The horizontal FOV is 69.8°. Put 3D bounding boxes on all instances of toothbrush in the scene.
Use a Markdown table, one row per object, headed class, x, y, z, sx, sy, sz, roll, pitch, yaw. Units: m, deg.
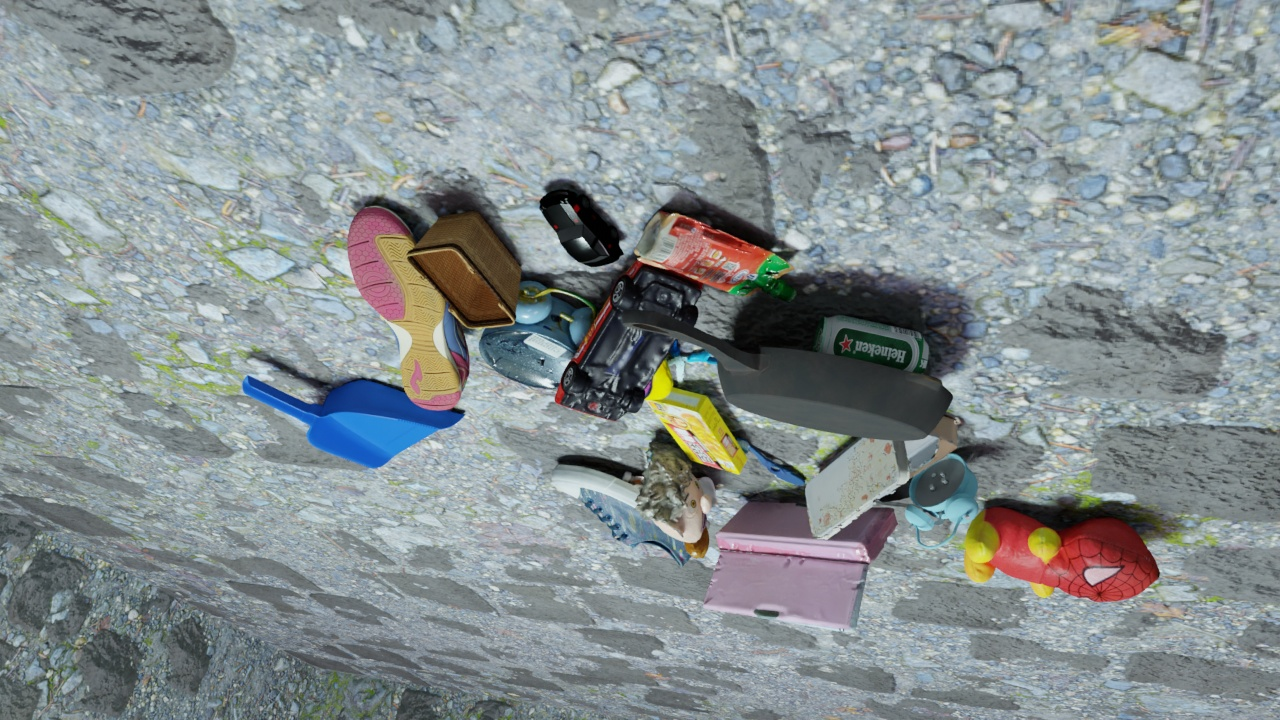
| class | x | y | z | sx | sy | sz | roll | pitch | yaw |
| --- | --- | --- | --- | --- | --- | --- | --- | --- | --- |
| toothbrush | 0.165 | 0.131 | 1.162 | 0.132 | 0.016 | 0.021 | 34 | 136 | -29 |

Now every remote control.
| class | x | y | z | sx | sy | sz | roll | pitch | yaw |
| --- | --- | --- | --- | --- | --- | --- | --- | --- | --- |
| remote control | 0.337 | 0.154 | 1.136 | 0.039 | 0.010 | 0.125 | 31 | 145 | -26 |

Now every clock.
| class | x | y | z | sx | sy | sz | roll | pitch | yaw |
| --- | --- | --- | --- | --- | --- | --- | --- | --- | --- |
| clock | -0.101 | -0.027 | 0.967 | 0.118 | 0.060 | 0.162 | 26 | 147 | -21 |
| clock | 0.337 | 0.157 | 1.032 | 0.042 | 0.122 | 0.088 | 40 | 142 | -21 |

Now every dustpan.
| class | x | y | z | sx | sy | sz | roll | pitch | yaw |
| --- | --- | --- | --- | --- | --- | --- | --- | --- | --- |
| dustpan | -0.411 | 0.071 | 1.257 | 0.257 | 0.059 | 0.246 | 32 | 145 | -25 |

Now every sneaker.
| class | x | y | z | sx | sy | sz | roll | pitch | yaw |
| --- | --- | --- | --- | --- | --- | --- | --- | --- | --- |
| sneaker | -0.022 | 0.217 | 1.288 | 0.235 | 0.079 | 0.087 | 23 | 165 | 0 |
| sneaker | -0.239 | -0.062 | 0.961 | 0.116 | 0.090 | 0.242 | 0 | 128 | 12 |

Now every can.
| class | x | y | z | sx | sy | sz | roll | pitch | yaw |
| --- | --- | --- | --- | --- | --- | --- | --- | --- | --- |
| can | 0.218 | -0.010 | 0.871 | 0.101 | 0.053 | 0.053 | 12 | 149 | 2 |

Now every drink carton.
| class | x | y | z | sx | sy | sz | roll | pitch | yaw |
| --- | --- | --- | --- | --- | --- | --- | --- | --- | --- |
| drink carton | 0.039 | 0.178 | 1.279 | 0.122 | 0.038 | 0.069 | 0 | 148 | 33 |

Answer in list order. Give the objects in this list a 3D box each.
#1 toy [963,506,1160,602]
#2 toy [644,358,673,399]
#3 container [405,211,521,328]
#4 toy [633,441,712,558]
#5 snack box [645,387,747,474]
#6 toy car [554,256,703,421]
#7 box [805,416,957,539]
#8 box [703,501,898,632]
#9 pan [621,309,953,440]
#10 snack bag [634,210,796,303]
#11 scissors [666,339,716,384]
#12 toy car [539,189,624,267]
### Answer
| class | x | y | z | sx | sy | sz | roll | pitch | yaw |
| --- | --- | --- | --- | --- | --- | --- | --- | --- | --- |
| toy | 0.508 | 0.235 | 1.115 | 0.216 | 0.098 | 0.147 | 3 | 158 | 19 |
| toy | -0.006 | 0.006 | 0.987 | 0.095 | 0.041 | 0.094 | 45 | 152 | -17 |
| container | -0.163 | -0.089 | 0.884 | 0.063 | 0.061 | 0.114 | -4 | 143 | 27 |
| toy | 0.052 | 0.184 | 1.174 | 0.076 | 0.132 | 0.176 | -14 | 123 | 25 |
| snack box | 0.069 | 0.083 | 1.093 | 0.075 | 0.025 | 0.152 | 13 | 154 | 35 |
| toy car | -0.013 | -0.017 | 0.903 | 0.081 | 0.056 | 0.190 | 18 | 124 | -24 |
| box | 0.276 | 0.128 | 1.062 | 0.107 | 0.094 | 0.217 | -6 | 155 | -21 |
| box | 0.193 | 0.246 | 1.167 | 0.233 | 0.179 | 0.059 | -6 | 128 | 43 |
| pan | 0.130 | 0.021 | 0.863 | 0.355 | 0.043 | 0.249 | 18 | 169 | -31 |
| snack bag | 0.075 | -0.085 | 0.826 | 0.155 | 0.044 | 0.087 | 21 | 154 | -20 |
| scissors | 0.036 | -0.007 | 0.994 | 0.110 | 0.015 | 0.133 | 29 | 152 | -27 |
| toy car | -0.055 | -0.115 | 0.825 | 0.042 | 0.036 | 0.091 | -10 | 142 | 35 |
